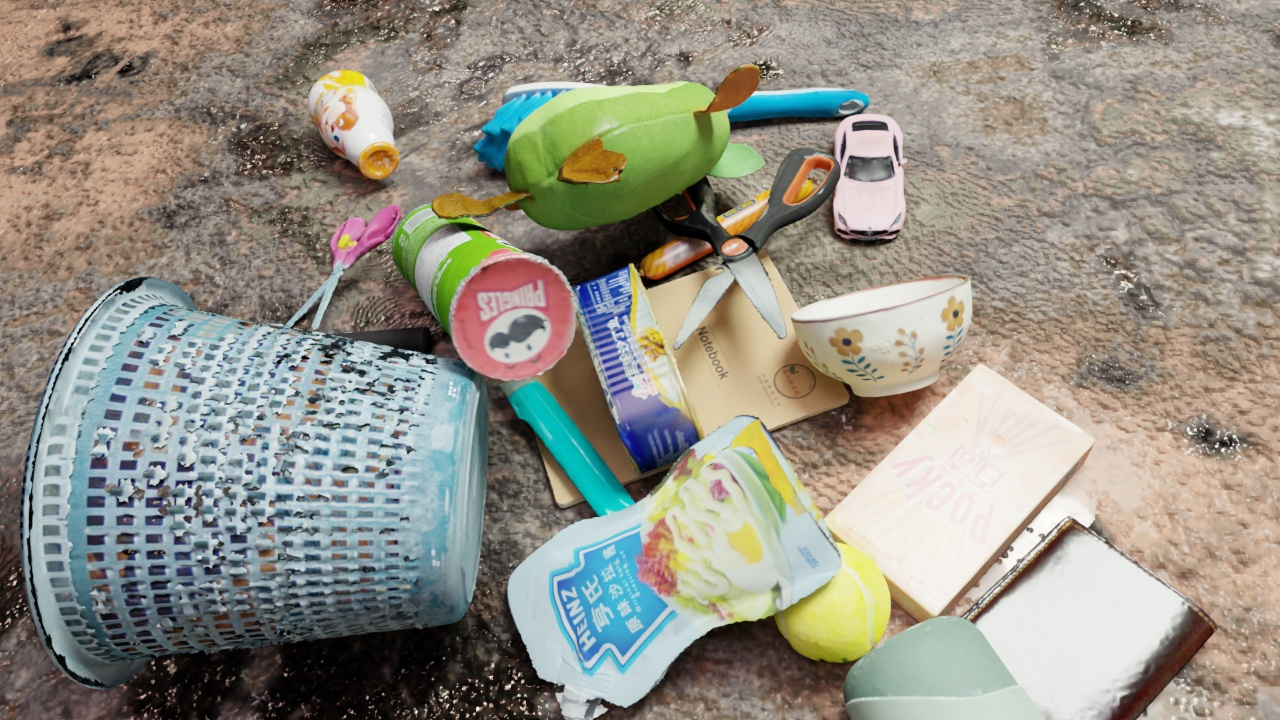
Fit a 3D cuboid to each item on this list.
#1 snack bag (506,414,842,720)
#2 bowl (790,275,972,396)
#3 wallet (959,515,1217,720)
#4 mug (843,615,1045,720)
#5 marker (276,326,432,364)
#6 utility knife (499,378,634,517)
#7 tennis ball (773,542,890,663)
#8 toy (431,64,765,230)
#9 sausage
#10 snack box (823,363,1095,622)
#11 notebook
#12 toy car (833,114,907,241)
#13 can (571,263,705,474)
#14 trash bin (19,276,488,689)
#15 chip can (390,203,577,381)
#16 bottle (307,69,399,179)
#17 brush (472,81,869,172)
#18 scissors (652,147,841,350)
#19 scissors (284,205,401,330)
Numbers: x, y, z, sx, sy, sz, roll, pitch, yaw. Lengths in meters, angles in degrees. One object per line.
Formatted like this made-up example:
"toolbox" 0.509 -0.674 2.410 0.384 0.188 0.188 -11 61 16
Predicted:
"snack bag" 0.011 0.120 0.519 0.191 0.039 0.110 -35 65 12
"bowl" 0.159 -0.013 0.592 0.113 0.113 0.062 -15 97 -2
"wallet" 0.237 0.154 0.507 0.122 0.020 0.096 -38 54 -15
"mug" 0.148 0.199 0.459 0.112 0.082 0.106 -42 55 18
"marker" -0.221 -0.011 0.685 0.132 0.020 0.022 -4 54 6
"utility knife" -0.031 0.077 0.590 0.029 0.013 0.209 -32 55 -15
"tennis ball" 0.106 0.134 0.510 0.065 0.065 0.065 -4 56 6
"toy" -0.017 -0.140 0.621 0.228 0.090 0.246 -14 10 37
"sausage" 0.067 -0.102 0.702 0.165 0.021 0.021 -29 57 -11
"snack box" 0.193 0.078 0.559 0.157 0.026 0.084 -40 60 -18
"notebook" 0.020 0.006 0.645 0.207 0.008 0.147 -20 56 -5
"toy car" 0.176 -0.145 0.707 0.056 0.037 0.122 1 57 11
"can" -0.004 0.004 0.600 0.049 0.075 0.148 -20 55 -1
"trash bin" -0.191 0.072 0.526 0.195 0.227 0.226 4 56 -5
"chip can" -0.112 -0.055 0.599 0.072 0.072 0.236 -30 25 -12
"bottle" -0.243 -0.201 0.789 0.063 0.063 0.108 -29 57 -11
"brush" 0.026 -0.194 0.756 0.315 0.061 0.109 7 54 10
"scissors" 0.074 -0.093 0.654 0.221 0.022 0.221 -31 41 -14
"scissors" -0.227 -0.074 0.709 0.129 0.017 0.133 -25 41 28
